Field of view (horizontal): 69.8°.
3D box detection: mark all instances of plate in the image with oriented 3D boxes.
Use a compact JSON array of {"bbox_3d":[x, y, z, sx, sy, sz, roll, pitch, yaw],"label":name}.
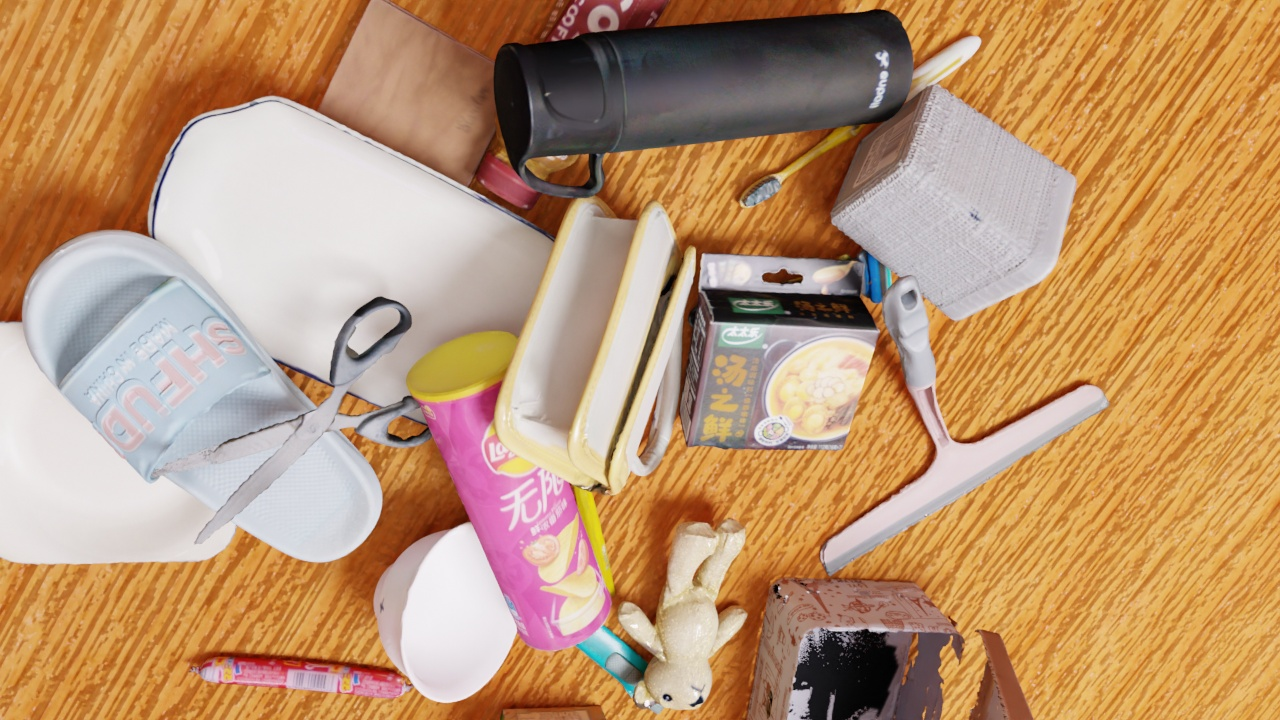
[{"bbox_3d":[-0.161,-0.054,0.570,0.265,0.034,0.162,25,114,-14],"label":"plate"},{"bbox_3d":[-0.341,0.051,0.587,0.164,0.034,0.164,1,106,-9],"label":"plate"}]

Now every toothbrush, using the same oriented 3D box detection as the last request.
[{"bbox_3d":[0.145,-0.157,0.605,0.191,0.018,0.016,-34,109,2],"label":"toothbrush"},{"bbox_3d":[-0.039,0.096,0.630,0.015,0.016,0.190,-10,121,-2],"label":"toothbrush"}]

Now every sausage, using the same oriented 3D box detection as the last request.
[{"bbox_3d":[-0.241,0.227,0.659,0.155,0.020,0.020,9,104,-11],"label":"sausage"}]

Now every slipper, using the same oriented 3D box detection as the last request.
[{"bbox_3d":[-0.253,0.036,0.540,0.104,0.074,0.245,-40,113,0],"label":"slipper"}]

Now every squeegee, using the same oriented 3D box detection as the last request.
[{"bbox_3d":[0.195,0.017,0.622,0.248,0.040,0.250,-31,136,3],"label":"squeegee"}]

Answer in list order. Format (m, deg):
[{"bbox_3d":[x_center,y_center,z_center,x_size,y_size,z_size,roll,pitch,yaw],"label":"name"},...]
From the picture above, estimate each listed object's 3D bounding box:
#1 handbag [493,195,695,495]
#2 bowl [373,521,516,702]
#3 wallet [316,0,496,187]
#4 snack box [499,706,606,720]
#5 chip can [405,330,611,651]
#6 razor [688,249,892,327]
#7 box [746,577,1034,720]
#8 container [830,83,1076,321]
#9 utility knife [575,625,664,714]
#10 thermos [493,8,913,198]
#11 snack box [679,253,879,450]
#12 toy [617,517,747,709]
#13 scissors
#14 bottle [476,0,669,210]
[{"bbox_3d":[-0.003,0.003,0.575,0.063,0.178,0.163,11,73,27],"label":"handbag"},{"bbox_3d":[-0.141,0.165,0.626,0.065,0.118,0.118,2,110,32],"label":"bowl"},{"bbox_3d":[-0.143,-0.149,0.568,0.101,0.020,0.115,26,98,-15],"label":"wallet"},{"bbox_3d":[-0.063,0.317,0.672,0.118,0.117,0.105,4,93,-12],"label":"snack box"},{"bbox_3d":[-0.079,0.089,0.589,0.071,0.071,0.211,-18,118,-3],"label":"chip can"},{"bbox_3d":[0.101,-0.046,0.629,0.143,0.022,0.043,-15,119,1],"label":"razor"},{"bbox_3d":[0.177,0.280,0.643,0.156,0.193,0.183,4,105,-9],"label":"box"},{"bbox_3d":[0.194,-0.101,0.581,0.114,0.090,0.090,32,62,-12],"label":"container"},{"bbox_3d":[-0.031,0.215,0.688,0.157,0.013,0.029,44,87,-17],"label":"utility knife"},{"bbox_3d":[0.039,-0.151,0.536,0.242,0.068,0.090,-13,133,-22],"label":"thermos"},{"bbox_3d":[0.090,-0.002,0.615,0.113,0.053,0.126,1,125,-9],"label":"snack box"},{"bbox_3d":[0.038,0.184,0.663,0.105,0.066,0.157,2,110,-28],"label":"toy"},{"bbox_3d":[-0.186,0.035,0.538,0.159,0.014,0.175,22,88,-41],"label":"scissors"},{"bbox_3d":[-0.040,-0.175,0.553,0.057,0.057,0.175,29,99,-15],"label":"bottle"}]
